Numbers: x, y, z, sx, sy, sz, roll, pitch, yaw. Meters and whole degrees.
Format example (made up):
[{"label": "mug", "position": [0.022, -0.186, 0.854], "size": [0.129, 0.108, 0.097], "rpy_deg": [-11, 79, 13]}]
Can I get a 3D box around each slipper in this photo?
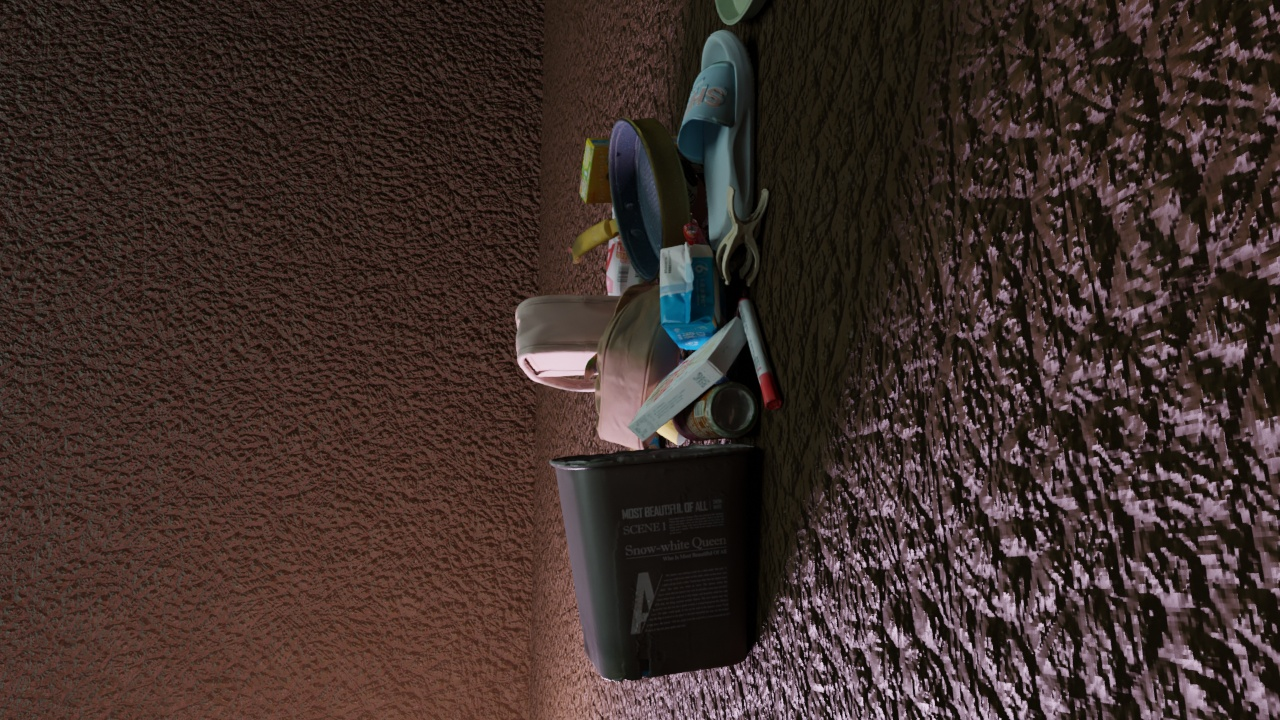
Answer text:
[{"label": "slipper", "position": [0.079, -0.238, 1.008], "size": [0.104, 0.074, 0.245], "rpy_deg": [137, 133, -74]}]

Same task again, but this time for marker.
[{"label": "marker", "position": [0.117, -0.010, 0.913], "size": [0.017, 0.017, 0.145], "rpy_deg": [105, 163, -44]}]

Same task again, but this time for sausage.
[{"label": "sausage", "position": [0.068, -0.124, 1.023], "size": [0.156, 0.020, 0.020], "rpy_deg": [36, -126, -73]}]

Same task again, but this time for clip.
[{"label": "clip", "position": [0.094, -0.127, 0.942], "size": [0.034, 0.076, 0.104], "rpy_deg": [-111, 16, -63]}]

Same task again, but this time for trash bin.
[{"label": "trash bin", "position": [0.015, 0.201, 0.963], "size": [0.199, 0.199, 0.219], "rpy_deg": [157, 109, -77]}]

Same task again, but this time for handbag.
[{"label": "handbag", "position": [-0.081, -0.004, 1.344], "size": [0.235, 0.193, 0.093], "rpy_deg": [94, 175, -64]}, {"label": "handbag", "position": [-0.007, 0.007, 1.126], "size": [0.147, 0.100, 0.205], "rpy_deg": [-60, -16, -45]}]

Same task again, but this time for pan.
[{"label": "pan", "position": [-0.027, -0.182, 1.186], "size": [0.358, 0.078, 0.197], "rpy_deg": [152, 105, -75]}]

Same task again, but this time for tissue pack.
[{"label": "tissue pack", "position": [0.061, -0.067, 1.012], "size": [0.140, 0.063, 0.090], "rpy_deg": [47, -139, -73]}]

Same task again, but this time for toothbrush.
[{"label": "toothbrush", "position": [0.074, 0.016, 1.102], "size": [0.021, 0.029, 0.189], "rpy_deg": [-43, 12, -5]}]

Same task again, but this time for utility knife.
[{"label": "utility knife", "position": [0.007, 0.073, 1.253], "size": [0.177, 0.019, 0.031], "rpy_deg": [28, 117, 42]}]

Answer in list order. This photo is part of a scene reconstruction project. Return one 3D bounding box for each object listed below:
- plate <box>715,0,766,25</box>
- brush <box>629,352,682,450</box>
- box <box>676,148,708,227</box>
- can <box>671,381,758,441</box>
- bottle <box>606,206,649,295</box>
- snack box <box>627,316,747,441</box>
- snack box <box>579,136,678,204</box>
[{"label": "plate", "position": [0.121, -0.475, 0.971], "size": [0.230, 0.027, 0.230], "rpy_deg": [-178, 91, -78]}, {"label": "brush", "position": [0.026, 0.086, 1.286], "size": [0.083, 0.046, 0.255], "rpy_deg": [-96, 18, -48]}, {"label": "box", "position": [0.044, -0.224, 1.158], "size": [0.163, 0.076, 0.075], "rpy_deg": [-106, 20, -57]}, {"label": "can", "position": [0.077, 0.057, 0.987], "size": [0.147, 0.058, 0.058], "rpy_deg": [154, 118, -76]}, {"label": "bottle", "position": [-0.015, -0.141, 1.352], "size": [0.068, 0.068, 0.197], "rpy_deg": [-111, 25, -63]}, {"label": "snack box", "position": [0.051, 0.021, 0.982], "size": [0.157, 0.027, 0.084], "rpy_deg": [-42, 8, 45]}, {"label": "snack box", "position": [-0.011, -0.264, 1.272], "size": [0.033, 0.140, 0.087], "rpy_deg": [-117, 30, -44]}]
